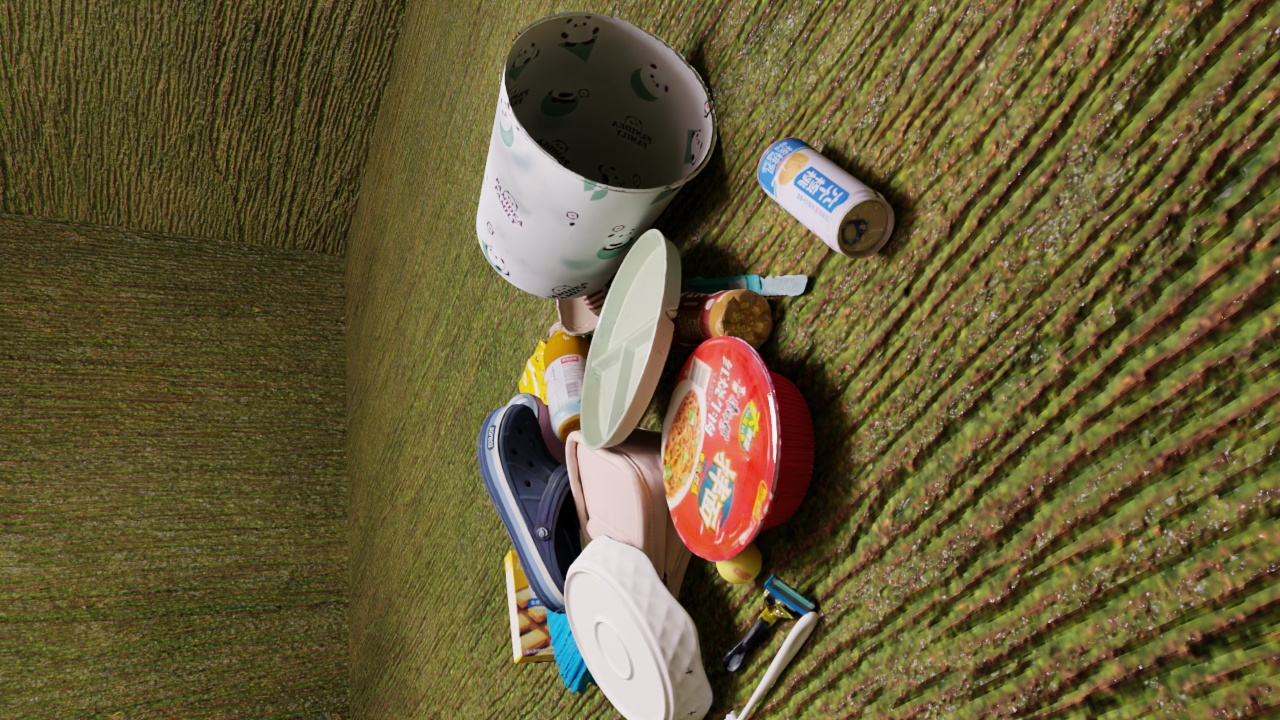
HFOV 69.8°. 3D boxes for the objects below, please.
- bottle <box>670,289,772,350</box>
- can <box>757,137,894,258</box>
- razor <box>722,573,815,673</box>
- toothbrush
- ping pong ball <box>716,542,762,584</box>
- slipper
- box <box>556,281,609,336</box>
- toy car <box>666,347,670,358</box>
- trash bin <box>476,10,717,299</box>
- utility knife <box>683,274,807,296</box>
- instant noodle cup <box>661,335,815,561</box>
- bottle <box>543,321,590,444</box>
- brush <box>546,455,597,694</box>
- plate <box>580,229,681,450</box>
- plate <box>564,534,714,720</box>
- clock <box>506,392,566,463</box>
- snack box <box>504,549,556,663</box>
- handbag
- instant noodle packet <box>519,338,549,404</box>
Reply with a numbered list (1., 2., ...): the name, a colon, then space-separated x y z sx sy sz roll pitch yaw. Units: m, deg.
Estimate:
1. bottle: 0.058 -0.038 0.889 0.175 0.057 0.057 -174 90 -65
2. can: 0.145 -0.131 0.730 0.134 0.053 0.053 57 135 52
3. razor: 0.104 0.229 0.787 0.042 0.022 0.143 35 132 11
4. toothbrush: 0.108 0.267 0.777 0.016 0.016 0.181 -106 32 -49
5. ping pong ball: 0.087 0.176 0.808 0.040 0.040 0.040 -175 90 -65
6. slipper: -0.108 0.161 1.054 0.252 0.095 0.105 70 -167 12
7. box: -0.079 -0.117 1.172 0.087 0.076 0.162 82 178 -55
8. toy car: -0.006 0.006 1.034 0.156 0.041 0.071 -61 34 38
9. trash bin: -0.068 -0.208 1.019 0.253 0.229 0.229 127 141 -57
10. utility knife: 0.093 -0.070 0.873 0.222 0.013 0.029 -176 83 -65
11. instant noodle cup: 0.088 0.076 0.796 0.194 0.065 0.193 -17 71 62
12. bottle: -0.086 0.023 1.147 0.189 0.068 0.068 -105 31 -47
13. brush: -0.082 0.247 1.144 0.110 0.060 0.314 -61 32 31
14. plate: -0.011 -0.019 0.920 0.230 0.027 0.230 -164 91 -73
15. plate: -0.011 0.273 0.898 0.205 0.045 0.205 35 136 43
16. clock: -0.145 0.123 1.184 0.117 0.059 0.158 -14 59 52
17. snack box: -0.122 0.310 1.167 0.034 0.086 0.140 124 143 -47
18. handbag: -0.006 0.193 0.974 0.193 0.093 0.234 -162 71 -64
19. instant noodle packet: -0.129 0.047 1.283 0.111 0.044 0.128 -58 38 40
